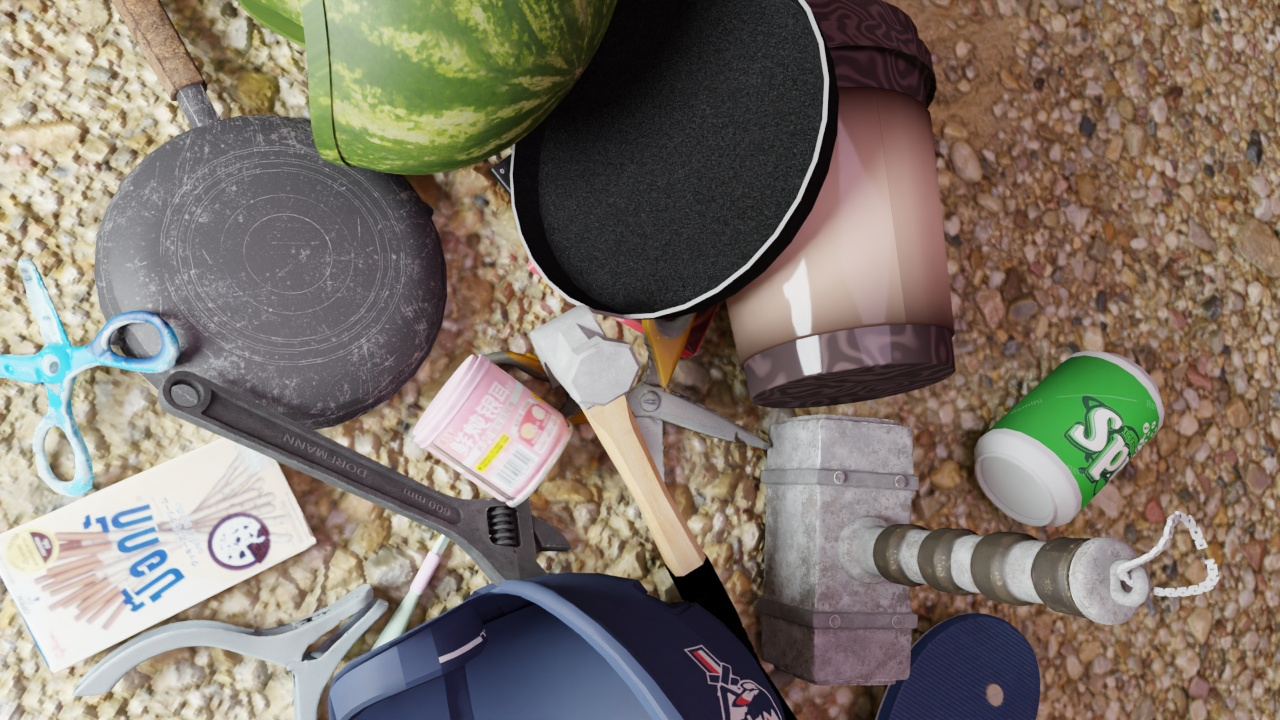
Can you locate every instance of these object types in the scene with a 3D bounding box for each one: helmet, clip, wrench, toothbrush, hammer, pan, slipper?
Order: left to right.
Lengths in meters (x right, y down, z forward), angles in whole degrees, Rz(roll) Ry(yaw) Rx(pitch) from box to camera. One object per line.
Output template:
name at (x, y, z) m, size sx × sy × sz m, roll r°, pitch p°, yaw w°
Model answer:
clip at (-0.239, 0.197, 0.523) m, size 0.165 × 0.032 × 0.164 m, roll 14°, pitch 80°, yaw -25°
pan at (-0.251, -0.126, 0.550) m, size 0.207 × 0.040 × 0.357 m, roll -30°, pitch 92°, yaw -28°
wrench at (-0.149, 0.077, 0.544) m, size 0.273 × 0.018 × 0.073 m, roll 32°, pitch 46°, yaw -28°
toothbrush at (-0.148, 0.161, 0.572) m, size 0.022 × 0.015 × 0.154 m, roll 44°, pitch 68°, yaw -44°
helmet at (-0.126, -0.240, 0.516) m, size 0.243 × 0.213 × 0.247 m, roll -41°, pitch 91°, yaw -5°
helmet at (-0.020, 0.220, 0.477) m, size 0.222 × 0.273 × 0.232 m, roll -15°, pitch 77°, yaw -28°
pan at (0.013, -0.199, 0.568) m, size 0.034 × 0.226 × 0.356 m, roll 13°, pitch 73°, yaw -54°
hammer at (0.022, 0.114, 0.580) m, size 0.039 × 0.131 × 0.328 m, roll -30°, pitch 109°, yaw -10°
slipper at (0.193, 0.313, 0.654) m, size 0.118 × 0.060 × 0.294 m, roll 34°, pitch 68°, yaw -10°
hammer at (0.174, 0.115, 0.527) m, size 0.079 × 0.327 × 0.176 m, roll 6°, pitch 81°, yaw -19°

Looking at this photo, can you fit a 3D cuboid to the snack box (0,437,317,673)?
snack box at (-0.275, 0.104, 0.527) m, size 0.149 × 0.026 × 0.082 m, roll -26°, pitch 93°, yaw -21°

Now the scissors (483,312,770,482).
scissors at (-0.004, 0.005, 0.626) m, size 0.225 × 0.016 × 0.230 m, roll 17°, pitch 91°, yaw -14°

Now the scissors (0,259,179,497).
scissors at (-0.310, 0.008, 0.506) m, size 0.140 × 0.011 × 0.134 m, roll -11°, pitch 96°, yaw 11°

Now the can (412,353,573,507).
can at (-0.091, 0.043, 0.566) m, size 0.076 × 0.067 × 0.067 m, roll 38°, pitch 73°, yaw -13°

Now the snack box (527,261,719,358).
snack box at (-0.002, -0.071, 0.649) m, size 0.133 × 0.021 × 0.089 m, roll 29°, pitch 75°, yaw -15°

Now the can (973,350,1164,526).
can at (0.335, 0.060, 0.720) m, size 0.139 × 0.088 × 0.088 m, roll -36°, pitch 96°, yaw -20°

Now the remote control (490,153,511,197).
remote control at (-0.045, -0.163, 0.652) m, size 0.139 × 0.009 × 0.030 m, roll -42°, pitch 98°, yaw -19°

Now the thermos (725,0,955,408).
thermos at (0.120, -0.092, 0.604) m, size 0.172 × 0.173 × 0.226 m, roll -2°, pitch 76°, yaw -20°
